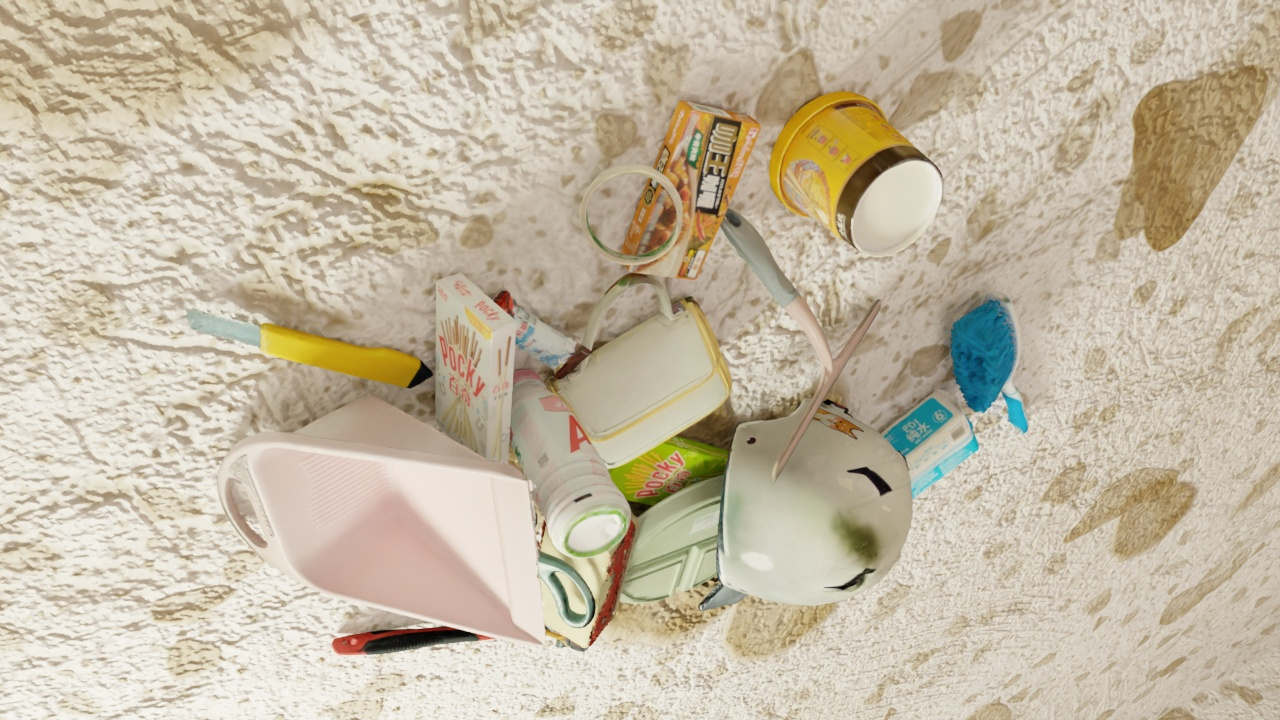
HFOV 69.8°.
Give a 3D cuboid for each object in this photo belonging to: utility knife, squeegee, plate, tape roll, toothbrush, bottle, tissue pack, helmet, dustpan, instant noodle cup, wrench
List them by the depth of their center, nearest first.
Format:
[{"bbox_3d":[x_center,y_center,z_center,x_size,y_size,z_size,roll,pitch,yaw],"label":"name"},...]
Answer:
[{"bbox_3d":[-0.261,-0.011,0.740,0.208,0.015,0.033,18,116,-41],"label":"utility knife"},{"bbox_3d":[-0.007,-0.121,0.767,0.086,0.013,0.086,2,120,3],"label":"tape roll"},{"bbox_3d":[-0.220,0.153,0.772,0.138,0.274,0.223,-35,138,-36],"label":"dustpan"},{"bbox_3d":[-0.074,0.079,0.792,0.068,0.197,0.068,-15,132,-18],"label":"bottle"},{"bbox_3d":[0.192,-0.159,0.804,0.118,0.114,0.119,-16,132,-19],"label":"instant noodle cup"},{"bbox_3d":[0.143,-0.051,0.879,0.247,0.040,0.249,-53,123,-25],"label":"squeegee"},{"bbox_3d":[0.210,0.164,0.997,0.273,0.157,0.230,0,100,-44],"label":"helmet"},{"bbox_3d":[-0.141,0.290,1.015,0.191,0.018,0.016,25,85,-19],"label":"toothbrush"},{"bbox_3d":[-0.201,0.306,1.018,0.273,0.056,0.016,5,104,-27],"label":"wrench"},{"bbox_3d":[0.058,0.214,1.070,0.230,0.027,0.231,-22,145,-16],"label":"plate"},{"bbox_3d":[0.353,0.105,1.146,0.140,0.063,0.090,-39,132,2],"label":"tissue pack"}]

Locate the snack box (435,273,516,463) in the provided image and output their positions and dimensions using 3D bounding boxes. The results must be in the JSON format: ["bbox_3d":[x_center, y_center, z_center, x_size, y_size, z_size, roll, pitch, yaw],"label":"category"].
[{"bbox_3d":[-0.142,0.014,0.778,0.026,0.085,0.157,-23,137,-35],"label":"snack box"}]

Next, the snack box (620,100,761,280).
[{"bbox_3d":[0.041,-0.143,0.793,0.075,0.026,0.154,3,124,-32],"label":"snack box"}]

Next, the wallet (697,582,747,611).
[{"bbox_3d":[0.135,0.278,1.181,0.121,0.019,0.097,-51,149,20],"label":"wallet"}]

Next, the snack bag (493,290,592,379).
[{"bbox_3d":[-0.095,-0.021,0.806,0.104,0.026,0.048,38,115,-23],"label":"snack bag"}]

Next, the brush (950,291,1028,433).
[{"bbox_3d":[0.444,0.029,1.138,0.109,0.060,0.315,-46,138,-20],"label":"brush"}]

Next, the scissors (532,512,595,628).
[{"bbox_3d":[-0.134,0.221,0.951,0.182,0.019,0.170,-23,110,33],"label":"scissors"}]

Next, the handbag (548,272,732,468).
[{"bbox_3d":[-0.005,0.005,0.871,0.163,0.063,0.179,-30,131,-6],"label":"handbag"}]

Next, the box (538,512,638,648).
[{"bbox_3d":[-0.065,0.229,0.981,0.075,0.091,0.169,-44,153,-50],"label":"box"}]

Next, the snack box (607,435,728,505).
[{"bbox_3d":[0.028,0.122,1.004,0.156,0.026,0.086,20,116,-39],"label":"snack box"}]
